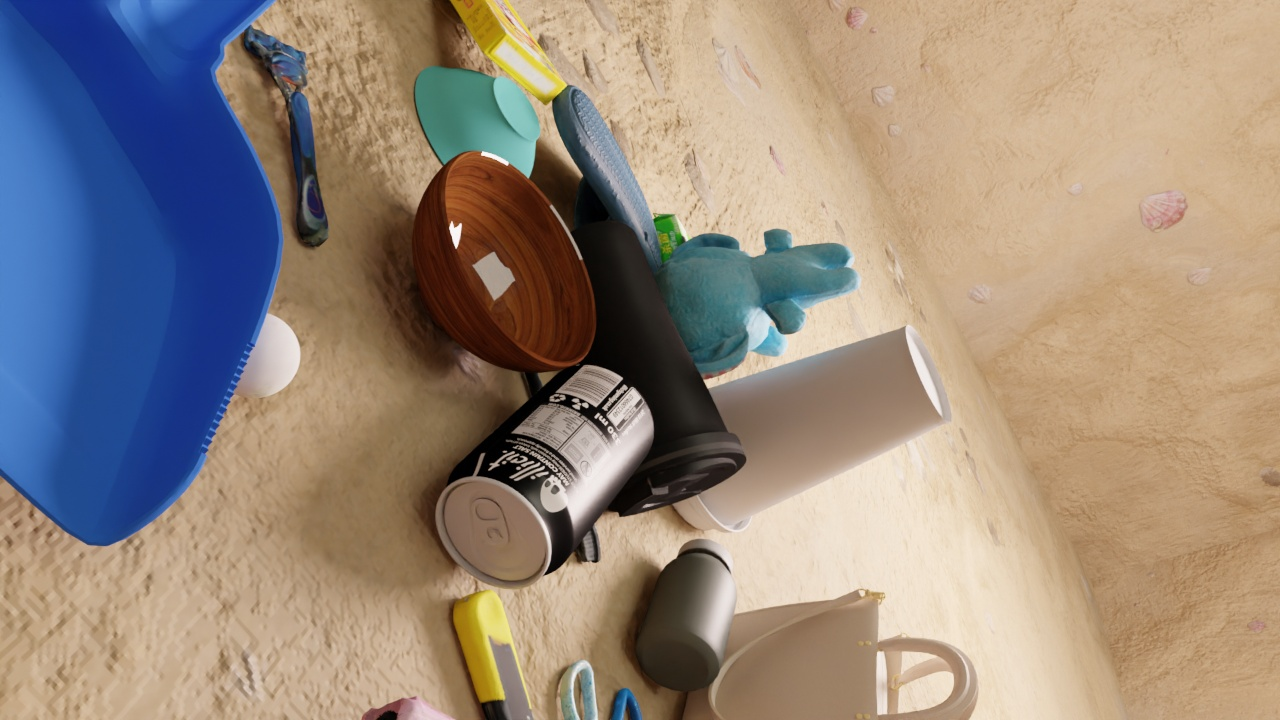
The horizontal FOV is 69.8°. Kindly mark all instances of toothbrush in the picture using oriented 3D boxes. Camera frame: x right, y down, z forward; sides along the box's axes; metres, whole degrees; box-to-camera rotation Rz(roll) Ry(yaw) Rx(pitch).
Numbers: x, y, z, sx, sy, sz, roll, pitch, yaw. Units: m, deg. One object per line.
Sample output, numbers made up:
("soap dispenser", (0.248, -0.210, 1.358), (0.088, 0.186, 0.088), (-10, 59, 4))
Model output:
("toothbrush", (-0.063, 0.049, 0.631), (0.017, 0.014, 0.188), (-5, 72, -55))

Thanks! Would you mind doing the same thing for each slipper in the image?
("slipper", (-0.032, -0.146, 0.810), (0.103, 0.059, 0.214), (-94, 161, -44))

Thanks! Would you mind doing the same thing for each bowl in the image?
("bowl", (-0.099, -0.052, 0.586), (0.147, 0.069, 0.147), (44, 32, -38))
("bowl", (-0.111, -0.181, 0.702), (0.121, 0.046, 0.121), (43, 33, -38))

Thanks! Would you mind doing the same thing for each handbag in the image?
("handbag", (0.128, 0.239, 0.610), (0.101, 0.198, 0.194), (56, 27, -18))

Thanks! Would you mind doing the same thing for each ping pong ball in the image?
("ping pong ball", (-0.179, -0.003, 0.425), (0.040, 0.040, 0.040), (43, 34, -38))

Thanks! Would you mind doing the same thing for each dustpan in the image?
("dustpan", (-0.207, -0.109, 0.346), (0.257, 0.060, 0.246), (-89, 159, -52))

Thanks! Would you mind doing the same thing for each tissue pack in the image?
("tissue pack", (0.045, -0.083, 0.908), (0.099, 0.034, 0.114), (44, 30, -67))

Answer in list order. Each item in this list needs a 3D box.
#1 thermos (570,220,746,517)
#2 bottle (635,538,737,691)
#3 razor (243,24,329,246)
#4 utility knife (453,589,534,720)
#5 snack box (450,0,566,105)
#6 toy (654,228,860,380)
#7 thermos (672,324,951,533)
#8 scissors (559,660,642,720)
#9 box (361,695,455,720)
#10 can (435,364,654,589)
("thermos", (-0.004, 0.004, 0.691), (0.105, 0.106, 0.218), (18, 47, -57))
("bottle", (0.036, 0.177, 0.652), (0.060, 0.060, 0.108), (57, 27, -16))
("razor", (-0.196, -0.130, 0.529), (0.043, 0.018, 0.140), (13, 56, -59))
("utility knife", (-0.061, 0.214, 0.486), (0.028, 0.020, 0.186), (-4, 73, -60))
("snack box", (-0.117, -0.273, 0.744), (0.075, 0.025, 0.152), (30, 23, -50))
("toy", (0.094, -0.051, 0.781), (0.183, 0.181, 0.115), (-89, 165, -50))
("thermos", (0.130, 0.052, 0.751), (0.131, 0.222, 0.131), (43, 34, -38))
("scissors", (-0.028, 0.235, 0.532), (0.097, 0.020, 0.132), (52, 27, -20))
("box", (-0.050, 0.275, 0.399), (0.233, 0.051, 0.179), (46, 39, -33))
("can", (-0.052, 0.064, 0.548), (0.080, 0.080, 0.145), (60, 32, -11))
